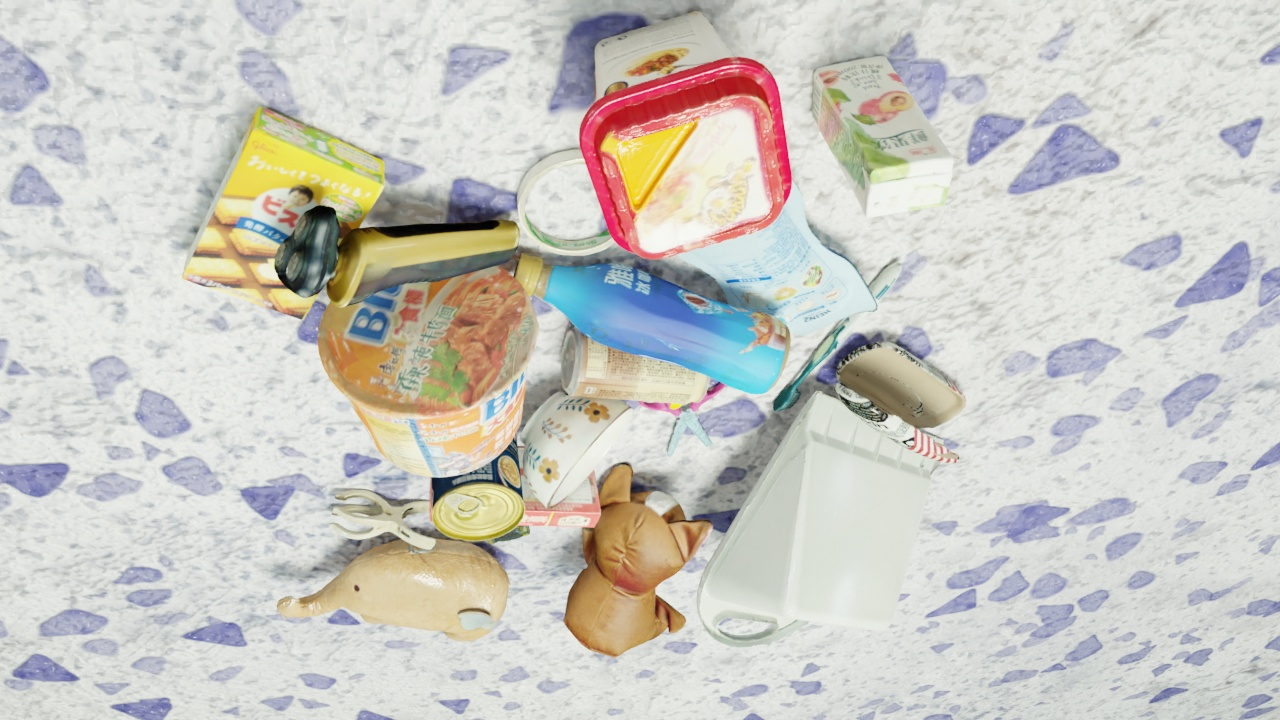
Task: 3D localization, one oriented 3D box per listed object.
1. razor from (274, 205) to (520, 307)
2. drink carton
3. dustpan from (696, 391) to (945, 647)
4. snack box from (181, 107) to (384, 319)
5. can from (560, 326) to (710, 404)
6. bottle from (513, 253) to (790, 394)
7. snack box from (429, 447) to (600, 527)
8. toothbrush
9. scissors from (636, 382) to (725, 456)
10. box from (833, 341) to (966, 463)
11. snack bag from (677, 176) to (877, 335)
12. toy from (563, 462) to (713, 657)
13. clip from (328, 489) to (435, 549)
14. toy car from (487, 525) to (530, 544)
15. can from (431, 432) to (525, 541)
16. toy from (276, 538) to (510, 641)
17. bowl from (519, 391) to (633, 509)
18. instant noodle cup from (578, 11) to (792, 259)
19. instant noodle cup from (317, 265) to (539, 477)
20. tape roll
[{"bbox_3d":[-0.159,-0.077,0.624,0.167,0.062,0.068,-12,116,-33],"label":"razor"},{"bbox_3d":[0.154,-0.145,0.597,0.053,0.122,0.046,-10,138,-3],"label":"drink carton"},{"bbox_3d":[0.167,0.178,0.932,0.222,0.257,0.143,19,169,-38],"label":"dustpan"},{"bbox_3d":[-0.244,-0.095,0.627,0.087,0.033,0.141,22,125,-32],"label":"snack box"},{"bbox_3d":[-0.005,0.004,0.764,0.116,0.058,0.059,5,134,-17],"label":"can"},{"bbox_3d":[0.007,-0.034,0.712,0.218,0.065,0.065,18,130,-12],"label":"bottle"},{"bbox_3d":[-0.116,0.115,0.843,0.152,0.075,0.026,4,134,-17],"label":"snack box"},{"bbox_3d":[0.174,-0.016,0.815,0.018,0.016,0.192,6,135,-32],"label":"toothbrush"},{"bbox_3d":[0.050,0.046,0.854,0.113,0.017,0.134,-28,139,10],"label":"scissors"},{"bbox_3d":[0.248,0.033,0.856,0.162,0.076,0.088,26,90,-34],"label":"box"},{"bbox_3d":[0.101,-0.075,0.721,0.110,0.038,0.191,-29,136,19],"label":"snack bag"},{"bbox_3d":[-0.004,0.205,0.935,0.140,0.130,0.200,25,124,16],"label":"toy"},{"bbox_3d":[-0.244,0.150,0.879,0.100,0.071,0.035,12,131,-15],"label":"clip"},{"bbox_3d":[-0.139,0.148,0.900,0.043,0.036,0.091,-15,136,1],"label":"toy car"},{"bbox_3d":[-0.141,0.087,0.783,0.075,0.111,0.075,-7,135,-7],"label":"can"},{"bbox_3d":[-0.245,0.233,0.935,0.225,0.082,0.144,13,123,-21],"label":"toy"},{"bbox_3d":[-0.064,0.067,0.800,0.062,0.113,0.114,40,127,8],"label":"bowl"},{"bbox_3d":[0.022,-0.145,0.567,0.117,0.124,0.116,-16,136,4],"label":"instant noodle cup"},{"bbox_3d":[-0.150,0.009,0.681,0.151,0.151,0.112,-5,145,-8],"label":"instant noodle cup"},{"bbox_3d":[-0.047,-0.113,0.665,0.085,0.013,0.086,-6,137,-6],"label":"tape roll"}]
